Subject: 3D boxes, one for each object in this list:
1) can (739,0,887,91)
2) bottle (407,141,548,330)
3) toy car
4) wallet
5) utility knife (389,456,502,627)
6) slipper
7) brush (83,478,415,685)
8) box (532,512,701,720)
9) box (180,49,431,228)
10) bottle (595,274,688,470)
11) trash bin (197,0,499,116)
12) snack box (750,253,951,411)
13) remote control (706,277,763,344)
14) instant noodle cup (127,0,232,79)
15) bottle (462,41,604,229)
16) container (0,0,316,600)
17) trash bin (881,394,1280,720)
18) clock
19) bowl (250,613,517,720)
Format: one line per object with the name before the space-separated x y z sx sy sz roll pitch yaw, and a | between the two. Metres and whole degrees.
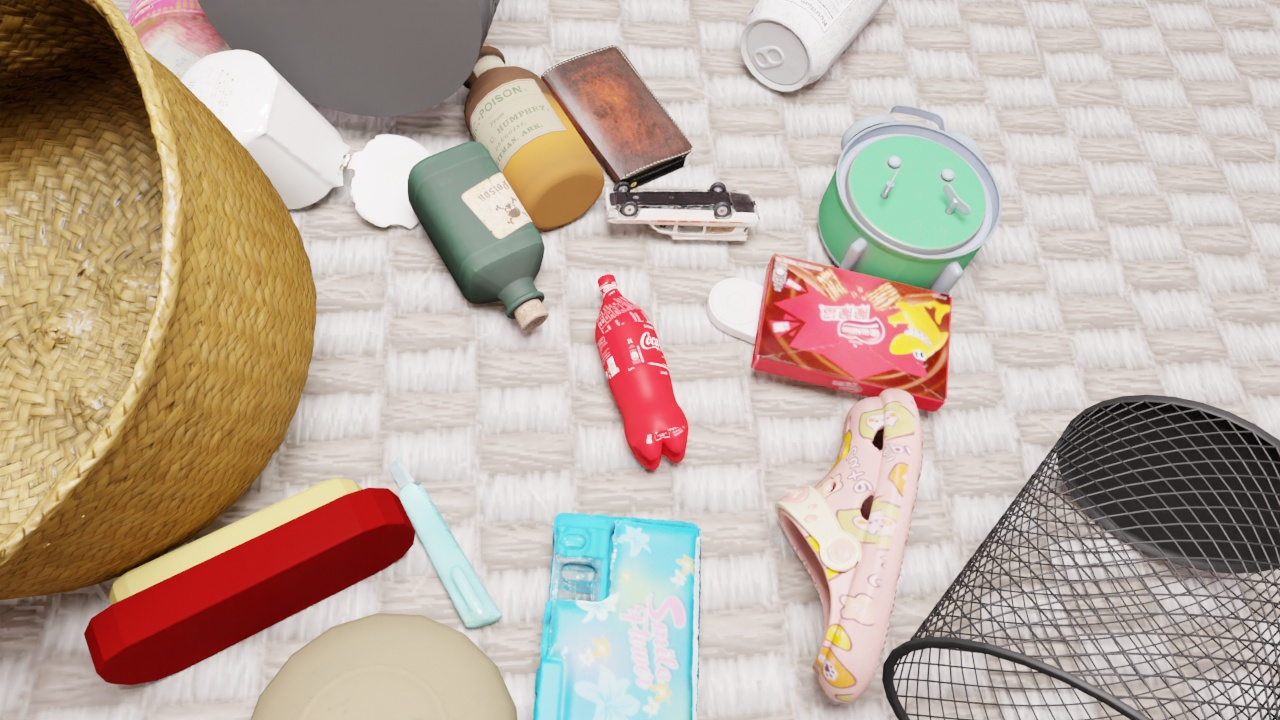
can | 0.147 -0.291 0.761 0.078 0.078 0.135 35 65 11
bottle | -0.105 -0.080 0.635 0.061 0.061 0.131 -28 77 -20
toy car | 0.029 -0.108 0.681 0.113 0.039 0.039 -1 40 -5
wallet | -0.019 -0.194 0.728 0.072 0.019 0.123 -27 70 -18
utility knife | -0.126 0.110 0.568 0.022 0.015 0.126 -28 68 -20
slipper | 0.121 0.103 0.561 0.081 0.093 0.196 12 63 12
brush | -0.216 0.118 0.515 0.173 0.082 0.042 -25 69 -17
box | -0.014 0.201 0.520 0.094 0.041 0.226 5 63 -4
box | -0.225 -0.147 0.637 0.142 0.140 0.083 3 77 12
bottle | -0.004 0.003 0.619 0.042 0.042 0.141 -13 66 -13
trash bin | -0.186 -0.323 0.650 0.218 0.218 0.226 7 58 -3
snack box | 0.149 -0.020 0.643 0.133 0.021 0.089 13 62 -1
remote control | 0.113 -0.022 0.660 0.136 0.013 0.043 22 63 5
instant noodle cup | -0.337 -0.251 0.686 0.097 0.098 0.108 -14 58 -13
bottle | -0.092 -0.176 0.684 0.067 0.068 0.157 -25 69 -18
container | -0.332 -0.021 0.481 0.307 0.196 0.306 -1 77 5
trash bin | 0.270 0.140 0.512 0.184 0.184 0.209 37 60 12
clock | 0.203 -0.131 0.690 0.122 0.075 0.161 14 62 1
bowl | -0.142 0.210 0.496 0.152 0.051 0.152 2 63 -5
